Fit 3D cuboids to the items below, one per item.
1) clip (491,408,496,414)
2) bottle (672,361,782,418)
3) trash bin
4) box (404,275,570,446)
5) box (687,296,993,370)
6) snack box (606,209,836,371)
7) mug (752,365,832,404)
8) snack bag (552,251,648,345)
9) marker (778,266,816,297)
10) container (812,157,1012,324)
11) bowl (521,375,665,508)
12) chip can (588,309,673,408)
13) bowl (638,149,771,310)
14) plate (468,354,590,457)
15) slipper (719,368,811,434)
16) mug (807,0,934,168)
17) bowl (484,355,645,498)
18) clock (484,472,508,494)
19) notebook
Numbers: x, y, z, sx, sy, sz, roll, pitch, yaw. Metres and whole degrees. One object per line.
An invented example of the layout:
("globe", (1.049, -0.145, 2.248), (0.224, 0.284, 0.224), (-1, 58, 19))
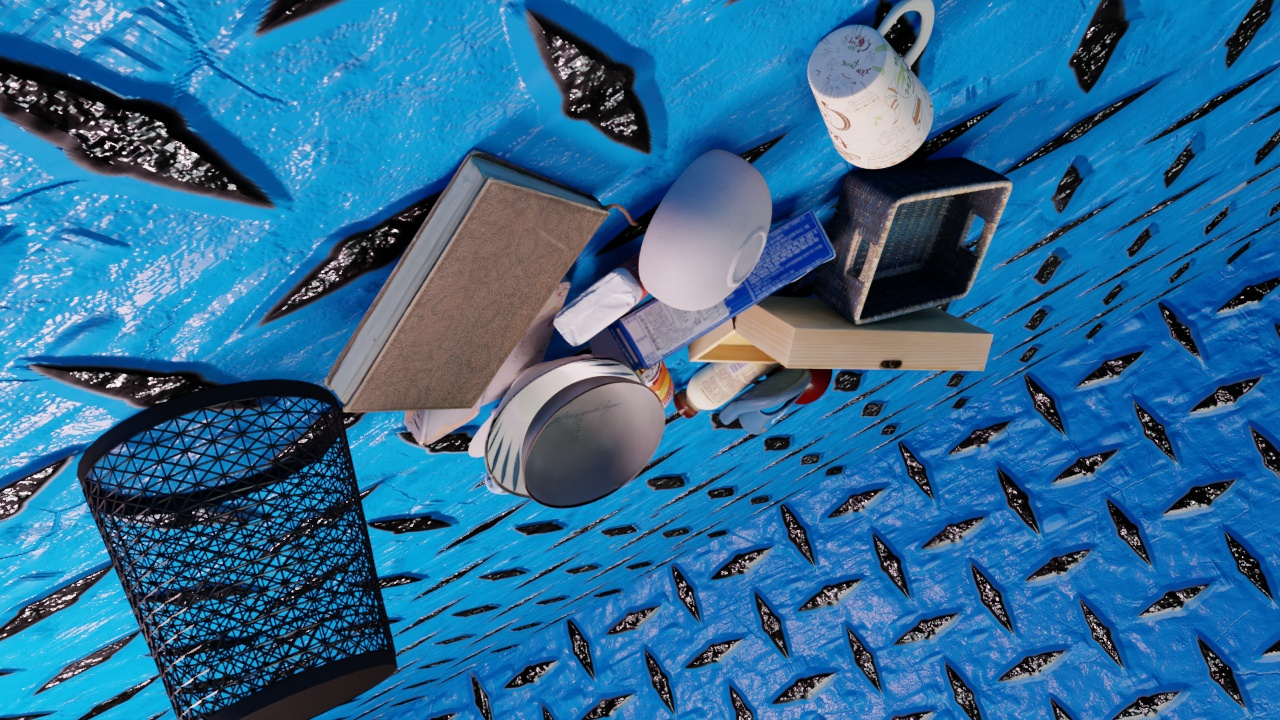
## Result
("clip", (-0.142, 0.050, 1.027), (0.035, 0.022, 0.058), (-17, 167, -48))
("bottle", (0.115, 0.022, 1.228), (0.162, 0.056, 0.056), (-36, 159, 27))
("trash bin", (-0.325, 0.177, 0.776), (0.216, 0.243, 0.217), (-23, 161, -9))
("box", (-0.148, -0.003, 0.863), (0.148, 0.043, 0.217), (-36, 167, -30))
("box", (0.217, -0.026, 1.054), (0.247, 0.096, 0.261), (2, 175, -22))
("snack box", (0.079, -0.068, 0.882), (0.226, 0.059, 0.059), (-31, -174, -15))
("mug", (0.200, 0.013, 1.297), (0.114, 0.087, 0.088), (-20, 150, 35))
("snack bag", (-0.024, -0.058, 0.811), (0.077, 0.036, 0.115), (-35, -175, 23))
("marker", (0.182, -0.085, 1.102), (0.018, 0.015, 0.123), (-14, 156, -30))
("container", (0.281, -0.128, 0.956), (0.187, 0.071, 0.146), (-14, 131, -32))
("bowl", (-0.054, 0.066, 0.860), (0.150, 0.056, 0.151), (-20, 135, -22))
("chip can", (-0.006, 0.006, 1.021), (0.062, 0.062, 0.210), (-27, 161, 0))
("bowl", (0.063, -0.099, 0.753), (0.131, 0.064, 0.132), (-47, 158, -26))
("plate", (-0.114, 0.058, 1.017), (0.172, 0.019, 0.173), (-38, 167, -10))
("slipper", (0.169, 0.056, 1.217), (0.103, 0.059, 0.214), (-33, 178, -16))
("mug", (0.183, -0.219, 0.693), (0.122, 0.081, 0.097), (-52, 148, 8))
("bowl", (-0.086, 0.050, 0.922), (0.177, 0.071, 0.178), (-20, 135, -21))
("clock", (-0.154, 0.141, 1.184), (0.088, 0.051, 0.125), (-11, 167, -19))
("notebook", (-0.114, -0.049, 0.706), (0.216, 0.034, 0.189), (-53, 153, 19))
